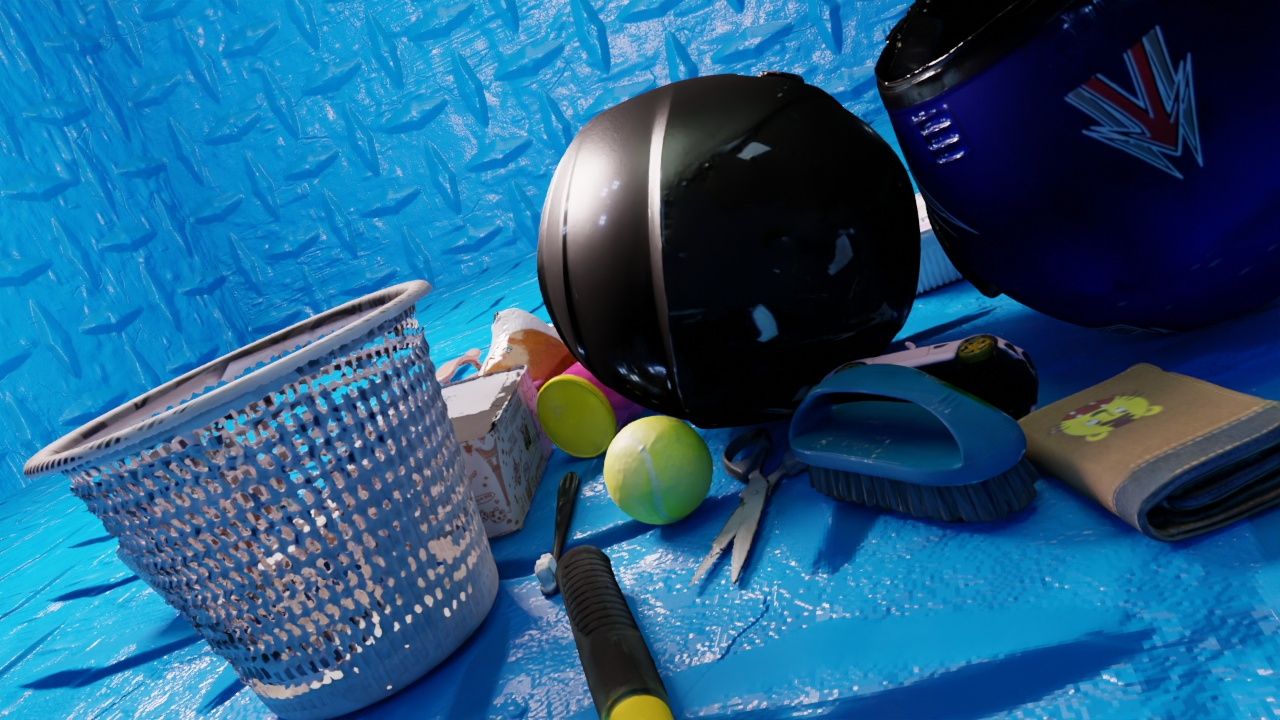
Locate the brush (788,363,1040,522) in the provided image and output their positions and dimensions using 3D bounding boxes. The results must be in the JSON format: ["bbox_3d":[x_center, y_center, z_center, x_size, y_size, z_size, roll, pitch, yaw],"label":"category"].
[{"bbox_3d":[0.126,0.037,0.461,0.055,0.073,0.144,-34,17,-24],"label":"brush"}]

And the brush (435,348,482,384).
[{"bbox_3d":[-0.188,0.029,1.011,0.063,0.073,0.145,-22,12,8],"label":"brush"}]

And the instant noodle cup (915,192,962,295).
[{"bbox_3d":[0.258,-0.109,0.835,0.138,0.060,0.173,-20,15,12],"label":"instant noodle cup"}]

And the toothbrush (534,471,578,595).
[{"bbox_3d":[-0.054,0.107,0.613,0.016,0.018,0.181,-25,12,6],"label":"toothbrush"}]

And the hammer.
[{"bbox_3d":[-0.002,0.141,0.359,0.128,0.033,0.301,-23,14,-7],"label":"hammer"}]

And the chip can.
[{"bbox_3d":[-0.005,0.005,0.802,0.072,0.071,0.209,-14,16,34],"label":"chip can"}]

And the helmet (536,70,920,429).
[{"bbox_3d":[0.071,-0.070,0.613,0.274,0.234,0.230,-11,19,-13],"label":"helmet"}]

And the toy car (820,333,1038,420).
[{"bbox_3d":[0.160,0.018,0.518,0.123,0.056,0.037,-13,23,33],"label":"toy car"}]

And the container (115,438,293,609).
[{"bbox_3d":[-0.375,0.144,0.790,0.112,0.090,0.089,-42,6,23],"label":"container"}]

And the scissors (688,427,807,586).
[{"bbox_3d":[0.064,0.078,0.540,0.168,0.014,0.156,-30,16,-20],"label":"scissors"}]

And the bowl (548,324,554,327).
[{"bbox_3d":[-0.106,-0.001,1.006,0.118,0.065,0.118,-22,14,6],"label":"bowl"}]

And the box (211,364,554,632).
[{"bbox_3d":[-0.208,0.105,0.728,0.261,0.105,0.178,-15,15,8],"label":"box"}]

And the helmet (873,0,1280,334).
[{"bbox_3d":[0.285,-0.150,0.537,0.248,0.240,0.314,-39,15,29],"label":"helmet"}]

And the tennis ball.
[{"bbox_3d":[0.011,0.066,0.553,0.065,0.065,0.065,-22,14,5],"label":"tennis ball"}]

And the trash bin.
[{"bbox_3d":[-0.187,0.084,0.530,0.227,0.192,0.227,-22,14,5],"label":"trash bin"}]

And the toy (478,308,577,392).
[{"bbox_3d":[-0.086,-0.007,0.892,0.199,0.130,0.140,-41,2,-26],"label":"toy"}]

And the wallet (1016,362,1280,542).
[{"bbox_3d":[0.226,0.035,0.400,0.090,0.033,0.115,-24,10,1],"label":"wallet"}]
